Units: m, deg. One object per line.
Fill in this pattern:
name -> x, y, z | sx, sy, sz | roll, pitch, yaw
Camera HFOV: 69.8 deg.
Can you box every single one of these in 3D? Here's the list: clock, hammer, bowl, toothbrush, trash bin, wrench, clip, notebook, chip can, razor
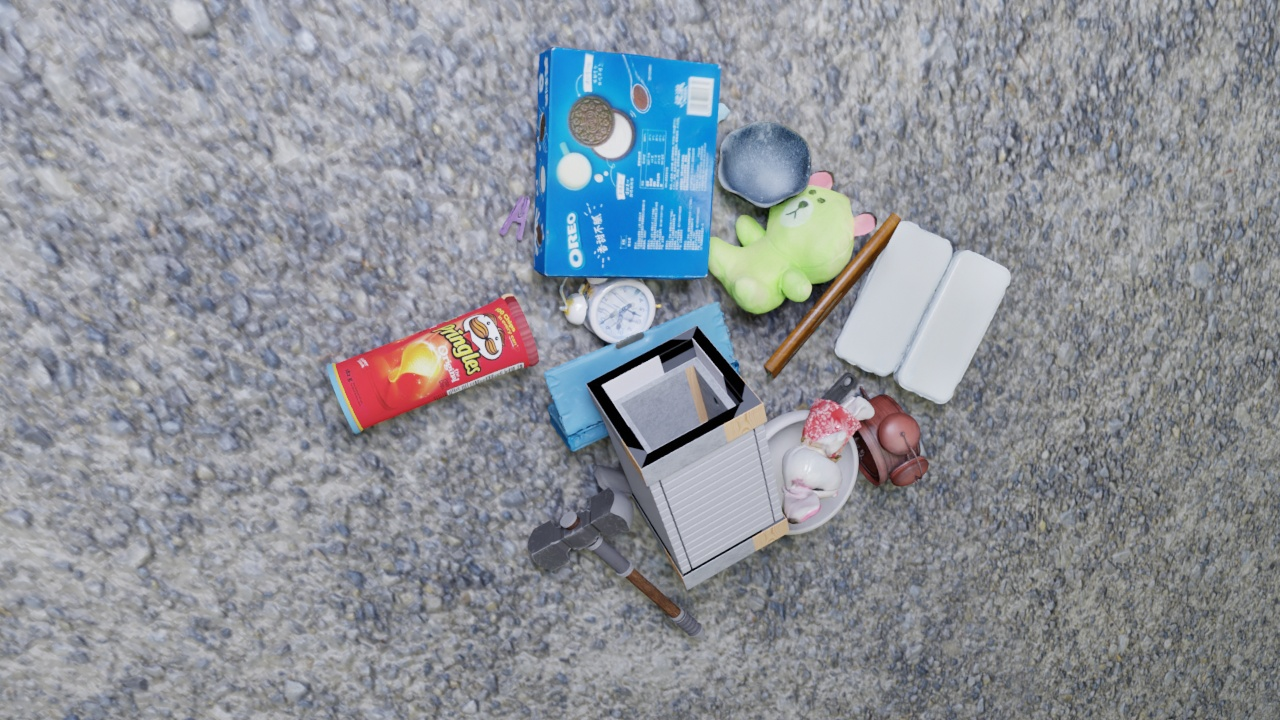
clock -> -0.039, -0.070, 1.083 | 0.125, 0.052, 0.089 | 27, 100, -28
hammer -> 0.002, 0.300, 1.237 | 0.156, 0.043, 0.322 | -31, 123, 19
bowl -> 0.206, 0.146, 1.257 | 0.176, 0.066, 0.177 | -6, 108, -19
clock -> 0.338, 0.113, 1.269 | 0.072, 0.157, 0.120 | -27, 121, -5
toothbrush -> 0.050, -0.234, 1.069 | 0.155, 0.016, 0.022 | -51, 132, 5
trash bin -> 0.060, 0.117, 1.057 | 0.142, 0.142, 0.247 | -28, 136, -9
wrench -> 0.206, 0.119, 1.296 | 0.273, 0.018, 0.073 | -46, 120, -1
clip -> -0.142, -0.157, 1.020 | 0.043, 0.014, 0.051 | -9, 119, -17
notebook -> 0.233, -0.067, 1.158 | 0.014, 0.178, 0.249 | 40, 93, 10
chip can -> -0.226, 0.003, 1.012 | 0.213, 0.087, 0.087 | -22, 119, -12
bowl -> 0.145, -0.223, 1.081 | 0.110, 0.110, 0.055 | -36, 166, -6
razor -> -0.039, 0.198, 1.211 | 0.088, 0.047, 0.116 | 17, 112, -29

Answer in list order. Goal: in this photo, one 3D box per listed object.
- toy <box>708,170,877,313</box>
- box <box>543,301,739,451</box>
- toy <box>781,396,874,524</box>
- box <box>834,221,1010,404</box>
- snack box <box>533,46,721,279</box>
toy -> 0.179, -0.133, 1.103 | 0.196, 0.150, 0.107 | -26, 137, -10
box -> -0.007, 0.005, 1.107 | 0.231, 0.094, 0.112 | -23, 118, -12
toy -> 0.227, 0.128, 1.167 | 0.084, 0.159, 0.194 | 31, 77, 5
box -> 0.384, -0.064, 1.246 | 0.191, 0.045, 0.209 | 26, 97, -10
snack box -> -0.015, -0.209, 1.004 | 0.195, 0.056, 0.239 | -2, 103, -23
